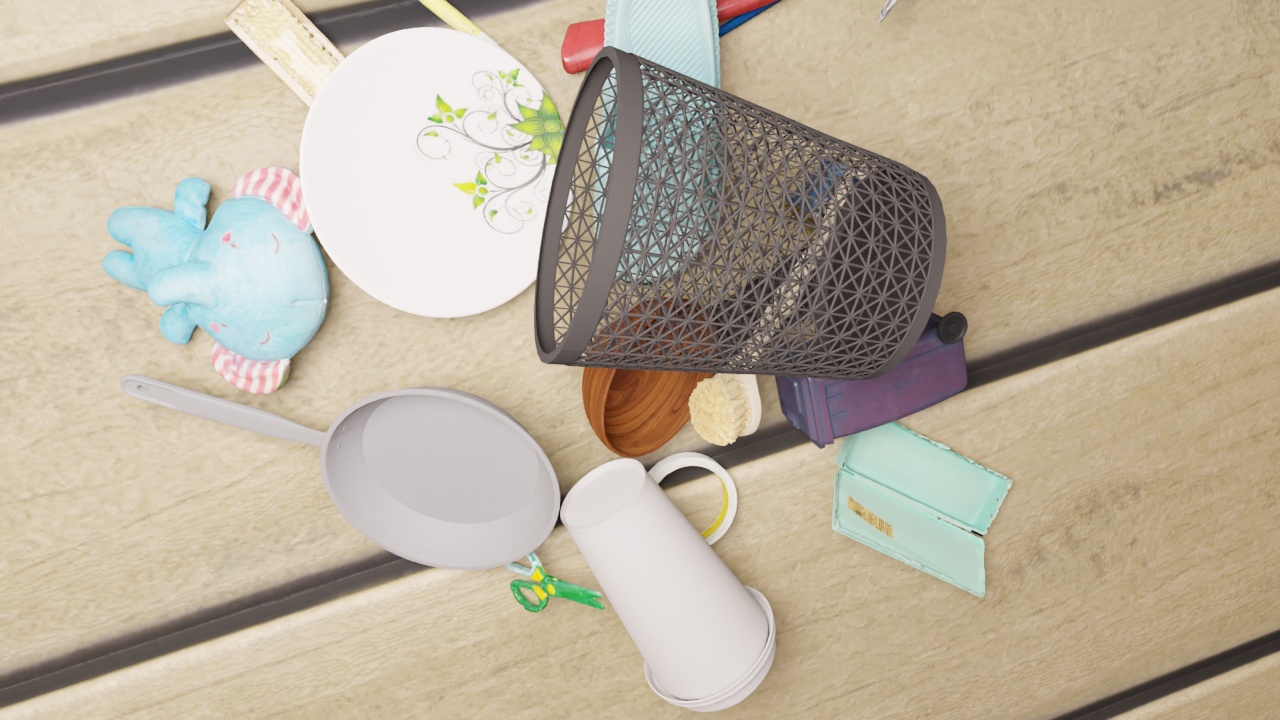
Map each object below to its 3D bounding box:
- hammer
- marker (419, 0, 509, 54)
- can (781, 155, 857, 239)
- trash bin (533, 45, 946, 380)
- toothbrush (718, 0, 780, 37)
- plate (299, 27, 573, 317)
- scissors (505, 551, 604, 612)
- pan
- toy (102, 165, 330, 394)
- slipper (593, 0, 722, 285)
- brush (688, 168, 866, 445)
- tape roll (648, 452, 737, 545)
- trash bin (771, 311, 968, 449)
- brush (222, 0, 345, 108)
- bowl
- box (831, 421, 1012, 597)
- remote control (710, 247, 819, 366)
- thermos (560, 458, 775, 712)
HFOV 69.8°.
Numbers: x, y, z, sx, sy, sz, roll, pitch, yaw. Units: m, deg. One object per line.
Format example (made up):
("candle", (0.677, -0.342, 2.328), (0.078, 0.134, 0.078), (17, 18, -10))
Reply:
("hammer", (0.081, -0.308, 0.779), (0.315, 0.036, 0.126), (-22, 86, -3))
("marker", (-0.155, -0.283, 0.753), (0.132, 0.014, 0.014), (36, 91, -16))
("can", (0.184, -0.131, 0.836), (0.100, 0.054, 0.059), (41, 91, -16))
("trash bin", (0.068, -0.084, 0.663), (0.243, 0.217, 0.217), (10, 98, -16))
("toothbrush", (0.081, -0.299, 0.801), (0.190, 0.016, 0.017), (-33, 92, -5))
("plate", (-0.163, -0.151, 0.754), (0.229, 0.030, 0.229), (-5, 100, -31))
("scissors", (-0.078, 0.194, 0.814), (0.014, 0.131, 0.071), (-24, 102, -44))
("pan", (-0.237, 0.070, 0.755), (0.356, 0.050, 0.201), (22, 125, -9))
("toy", (-0.332, -0.069, 0.711), (0.180, 0.114, 0.184), (15, 107, -5))
("slipper", (0.017, -0.189, 0.757), (0.116, 0.069, 0.276), (-3, 114, -9))
("brush", (0.124, -0.045, 0.801), (0.062, 0.077, 0.272), (32, 102, 23))
("tape roll", (0.045, 0.135, 0.874), (0.094, 0.019, 0.094), (-2, 101, -12))
("trash bin", (0.209, 0.006, 0.848), (0.160, 0.094, 0.092), (-19, 113, -10))
("brush", (-0.269, -0.241, 0.723), (0.049, 0.039, 0.117), (-44, 107, -3))
("bowl", (-0.005, 0.005, 0.803), (0.147, 0.069, 0.147), (-32, 137, -36))
("box", (0.275, 0.141, 0.909), (0.187, 0.057, 0.137), (27, 76, -15))
("remote control", (0.117, -0.047, 0.858), (0.133, 0.013, 0.058), (-32, 106, -5))
("thermos", (0.022, 0.194, 0.808), (0.131, 0.131, 0.222), (-34, 115, -4))
